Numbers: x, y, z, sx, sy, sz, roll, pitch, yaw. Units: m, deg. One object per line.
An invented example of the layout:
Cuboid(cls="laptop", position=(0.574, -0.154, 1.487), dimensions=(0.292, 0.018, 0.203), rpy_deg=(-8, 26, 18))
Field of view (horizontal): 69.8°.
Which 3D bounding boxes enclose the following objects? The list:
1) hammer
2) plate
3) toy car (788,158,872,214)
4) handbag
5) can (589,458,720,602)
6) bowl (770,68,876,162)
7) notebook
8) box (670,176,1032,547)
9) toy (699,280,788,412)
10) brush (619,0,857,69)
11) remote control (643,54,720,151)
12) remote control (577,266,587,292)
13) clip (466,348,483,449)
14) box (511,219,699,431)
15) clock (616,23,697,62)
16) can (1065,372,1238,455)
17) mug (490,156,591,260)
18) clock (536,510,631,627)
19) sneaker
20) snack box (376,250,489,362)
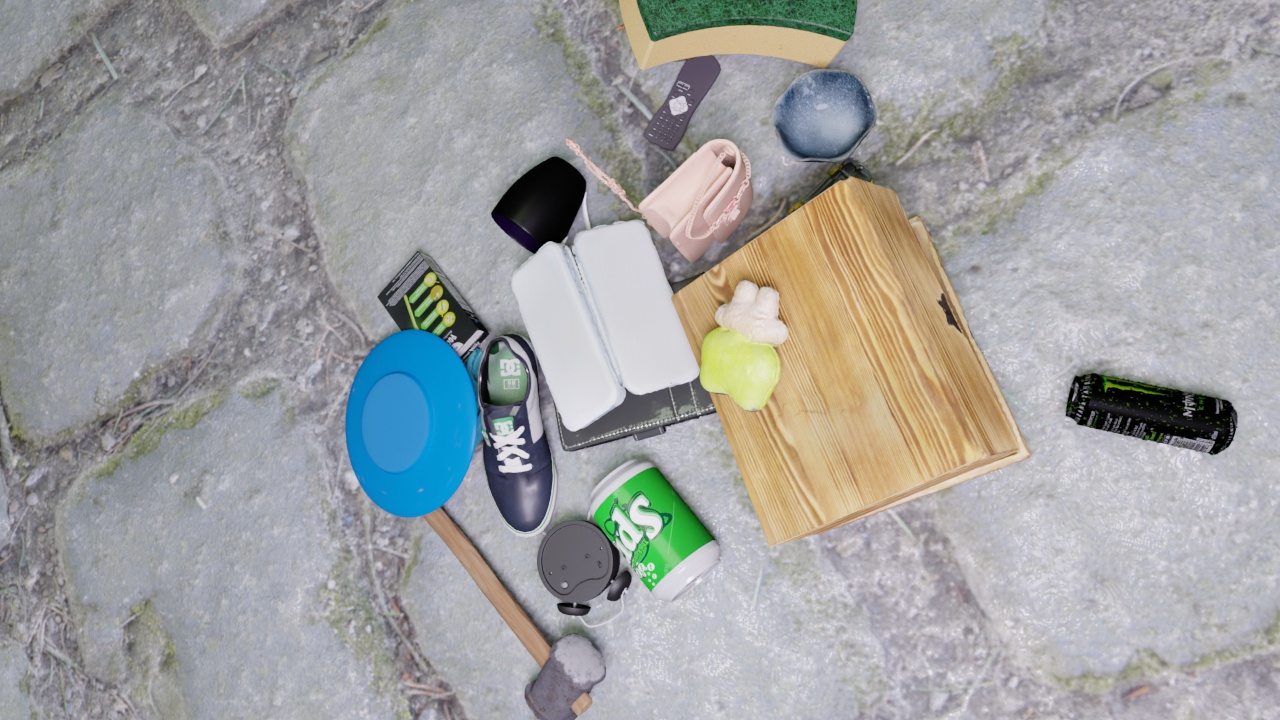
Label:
Cuboid(cls="hammer", position=(-0.162, 0.262, 1.035), dimensions=(0.328, 0.052, 0.098), rpy_deg=(45, 125, 25))
Cuboid(cls="plate", position=(-0.284, 0.074, 1.090), dimensions=(0.225, 0.024, 0.224), rpy_deg=(-3, 85, 33))
Cuboid(cls="toy car", position=(0.208, -0.173, 1.004), dimensions=(0.107, 0.030, 0.049), rpy_deg=(-44, 70, 8))
Cuboid(cls="handbag", position=(0.027, -0.210, 0.980), dimensions=(0.187, 0.198, 0.116), rpy_deg=(44, 95, 11))
Cuboid(cls="can", position=(0.015, 0.180, 0.977), dimensions=(0.088, 0.087, 0.140), rpy_deg=(-43, 71, 7))
Cuboid(cls="bowl", position=(0.202, -0.260, 1.007), dimensions=(0.110, 0.055, 0.110), rpy_deg=(-3, 81, 18))
Cuboid(cls="notebook", position=(-0.006, 0.006, 1.046), dimensions=(0.209, 0.029, 0.169), rpy_deg=(-17, 74, 18))
Cuboid(cls="box", position=(0.207, 0.015, 0.922), dimensions=(0.259, 0.220, 0.279), rpy_deg=(-32, 72, 34))
Cuboid(cls="toy", position=(0.097, -0.015, 0.848), dimensions=(0.092, 0.046, 0.115), rpy_deg=(25, 107, 43))
Cuboid(cls="brush", position=(0.103, -0.425, 0.998), dimensions=(0.250, 0.075, 0.195), rpy_deg=(-4, 80, -11))
Cuboid(cls="remote control", position=(0.051, -0.309, 1.088), dimensions=(0.046, 0.009, 0.124), rpy_deg=(31, 91, 20))
Cuboid(cls="remote control", position=(-0.078, -0.082, 1.079), dimensions=(0.136, 0.011, 0.050), rpy_deg=(-33, 56, 5))
Cuboid(cls="clip", position=(-0.186, 0.033, 1.100), dimensions=(0.121, 0.033, 0.119), rpy_deg=(-33, 76, 9))
Cuboid(cls="box", position=(-0.045, -0.044, 1.017), dimensions=(0.186, 0.084, 0.210), rpy_deg=(-24, 74, 14))
Cuboid(cls="clock", position=(0.058, -0.412, 1.070), dimensions=(0.157, 0.073, 0.121), rpy_deg=(10, 79, -1))
Cuboid(cls="can", position=(0.481, 0.049, 0.867), dimensions=(0.138, 0.054, 0.054), rpy_deg=(13, 85, 19))
Cuboid(cls="mug", position=(-0.100, -0.176, 1.085), dimensions=(0.119, 0.085, 0.100), rpy_deg=(38, 80, -10))
Cuboid(cls="clock", position=(-0.061, 0.234, 1.016), dimensions=(0.091, 0.042, 0.120), rpy_deg=(-29, 74, 11))
Cuboid(cls="sneaker", position=(-0.146, 0.087, 1.035), dimensions=(0.084, 0.079, 0.235), rpy_deg=(-6, 90, 6))
Cuboid(cls="snack box", position=(-0.255, -0.056, 1.122), dimensions=(0.080, 0.025, 0.147), rpy_deg=(-46, 63, 10))
